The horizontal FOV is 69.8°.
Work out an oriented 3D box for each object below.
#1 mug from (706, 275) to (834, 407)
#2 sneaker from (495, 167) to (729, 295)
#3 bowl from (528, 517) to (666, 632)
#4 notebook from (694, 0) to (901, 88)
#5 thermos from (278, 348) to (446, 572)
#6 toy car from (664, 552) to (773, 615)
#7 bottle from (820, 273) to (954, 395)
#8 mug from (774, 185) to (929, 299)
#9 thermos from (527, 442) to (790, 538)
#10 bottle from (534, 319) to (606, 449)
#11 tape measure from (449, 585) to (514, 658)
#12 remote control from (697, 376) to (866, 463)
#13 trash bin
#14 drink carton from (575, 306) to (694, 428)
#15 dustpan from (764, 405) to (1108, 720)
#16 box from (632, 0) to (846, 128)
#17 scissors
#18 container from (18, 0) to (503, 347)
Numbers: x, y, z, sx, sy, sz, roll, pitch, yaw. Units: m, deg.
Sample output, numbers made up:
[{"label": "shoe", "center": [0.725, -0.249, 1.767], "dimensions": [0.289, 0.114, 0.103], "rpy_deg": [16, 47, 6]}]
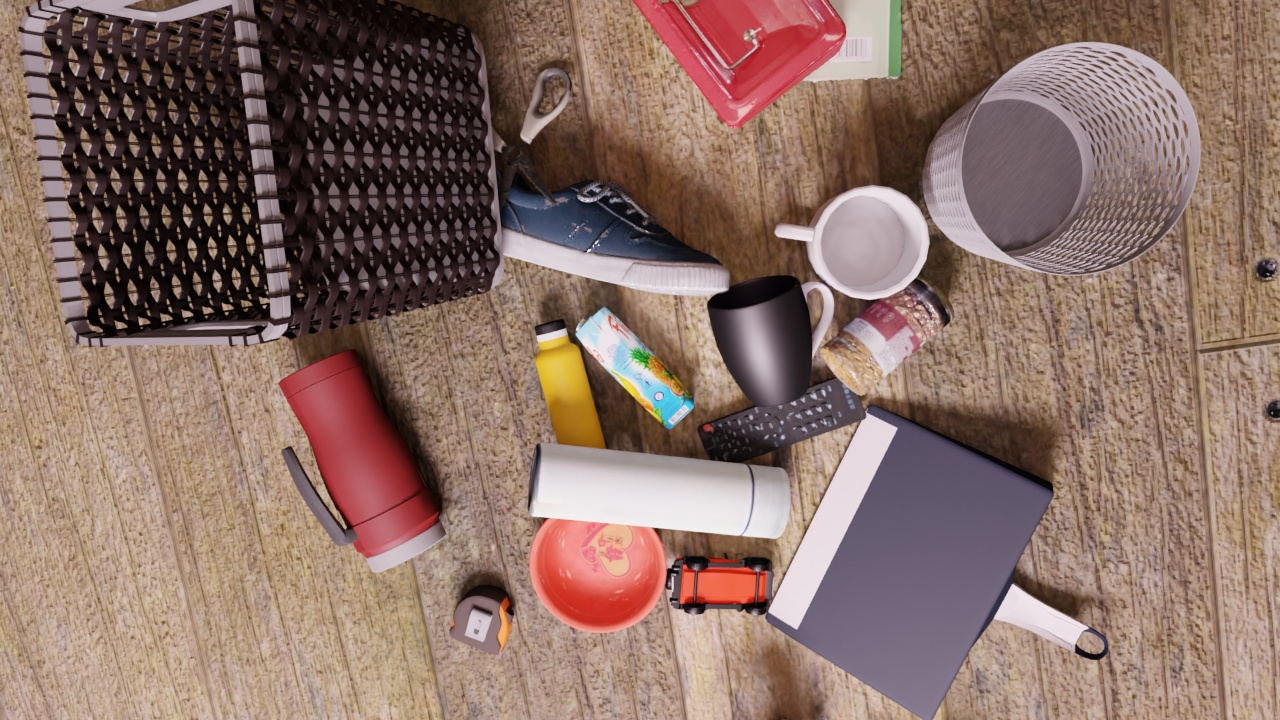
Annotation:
[{"label": "mug", "center": [0.125, -0.021, 0.816], "dimensions": [0.118, 0.085, 0.100], "rpy_deg": [-24, 109, -20]}, {"label": "sneaker", "center": [-0.030, -0.115, 0.813], "dimensions": [0.236, 0.089, 0.087], "rpy_deg": [15, 95, 8]}, {"label": "bowl", "center": [-0.038, 0.190, 0.876], "dimensions": [0.130, 0.045, 0.130], "rpy_deg": [1, 98, 6]}, {"label": "notebook", "center": [0.135, -0.370, 0.791], "dimensions": [0.182, 0.010, 0.252], "rpy_deg": [-1, 99, 7]}, {"label": "thermos", "center": [-0.269, 0.099, 0.860], "dimensions": [0.084, 0.107, 0.198], "rpy_deg": [-23, 94, 46]}, {"label": "toy car", "center": [0.074, 0.208, 0.863], "dimensions": [0.100, 0.049, 0.051], "rpy_deg": [3, 92, -9]}, {"label": "bottle", "center": [0.214, -0.023, 0.799], "dimensions": [0.105, 0.056, 0.056], "rpy_deg": [-40, 92, -3]}, {"label": "mug", "center": [0.176, -0.104, 0.785], "dimensions": [0.121, 0.090, 0.091], "rpy_deg": [10, 99, 5]}, {"label": "thermos", "center": [0.017, 0.117, 0.821], "dimensions": [0.230, 0.068, 0.068], "rpy_deg": [7, 99, -11]}, {"label": "bottle", "center": [-0.067, 0.034, 0.857], "dimensions": [0.043, 0.043, 0.143], "rpy_deg": [-14, 97, 8]}, {"label": "tape measure", "center": [-0.154, 0.255, 0.902], "dimensions": [0.058, 0.038, 0.059], "rpy_deg": [22, 100, 3]}, {"label": "remote control", "center": [0.130, 0.056, 0.850], "dimensions": [0.150, 0.022, 0.047], "rpy_deg": [-20, 96, 11]}, {"label": "trash bin", "center": [0.309, -0.149, 0.715], "dimensions": [0.156, 0.183, 0.156], "rpy_deg": [1, 98, 6]}, {"label": "drink carton", "center": [-0.005, 0.005, 0.846], "dimensions": [0.039, 0.044, 0.129], "rpy_deg": [-44, 93, 10]}, {"label": "dustpan", "center": [0.292, 0.203, 0.844], "dimensions": [0.273, 0.080, 0.236], "rpy_deg": [28, 101, 23]}, {"label": "box", "center": [0.079, -0.289, 0.764], "dimensions": [0.129, 0.087, 0.157], "rpy_deg": [-36, 97, 10]}, {"label": "scissors", "center": [-0.112, -0.197, 0.813], "dimensions": [0.171, 0.012, 0.157], "rpy_deg": [32, 80, 24]}, {"label": "container", "center": [-0.276, -0.149, 0.718], "dimensions": [0.248, 0.243, 0.245], "rpy_deg": [0, 99, 31]}]
